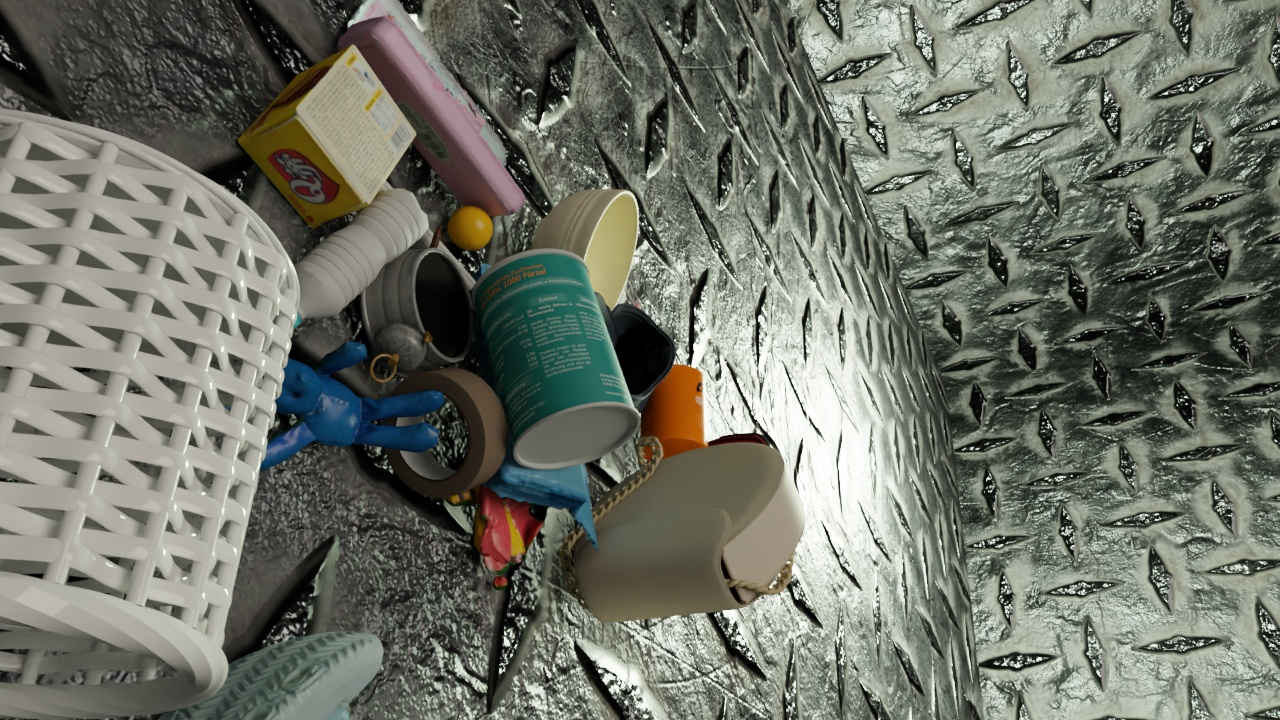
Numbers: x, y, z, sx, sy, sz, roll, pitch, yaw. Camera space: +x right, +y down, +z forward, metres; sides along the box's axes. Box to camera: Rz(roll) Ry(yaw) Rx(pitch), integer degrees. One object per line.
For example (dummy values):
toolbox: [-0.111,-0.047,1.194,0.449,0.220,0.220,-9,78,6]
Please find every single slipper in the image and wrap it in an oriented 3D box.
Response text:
slipper: [-0.005,0.006,0.937,0.265,0.083,0.108,60,33,-70]
slipper: [-0.215,0.227,0.442,0.074,0.104,0.244,66,33,-21]

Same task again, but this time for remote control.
remote control: [-0.187,-0.102,0.762,0.131,0.033,0.012,52,49,-39]

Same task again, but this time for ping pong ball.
ping pong ball: [-0.154,-0.119,0.829,0.040,0.040,0.040,41,41,-49]

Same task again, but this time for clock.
clock: [-0.177,-0.031,0.713,0.147,0.056,0.104,-76,151,-54]

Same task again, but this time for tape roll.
tape roll: [-0.146,0.053,0.683,0.030,0.094,0.093,-14,89,-65]

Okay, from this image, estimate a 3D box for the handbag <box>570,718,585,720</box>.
handbag: [0.056,0.371,0.789,0.176,0.198,0.062,55,31,-34]

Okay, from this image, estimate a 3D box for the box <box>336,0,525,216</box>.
box: [-0.171,-0.232,0.819,0.101,0.111,0.201,-58,131,-25]

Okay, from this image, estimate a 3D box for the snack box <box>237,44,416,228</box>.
snack box: [-0.228,-0.165,0.679,0.083,0.061,0.105,57,31,-34]

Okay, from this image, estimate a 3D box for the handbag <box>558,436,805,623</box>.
handbag: [0.043,0.153,0.874,0.103,0.211,0.208,66,29,-17]

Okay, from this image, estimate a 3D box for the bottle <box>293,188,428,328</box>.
bottle: [-0.209,-0.072,0.659,0.135,0.044,0.044,-53,126,-35]

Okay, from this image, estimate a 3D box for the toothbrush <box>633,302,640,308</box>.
toothbrush: [-0.019,-0.021,1.080,0.021,0.016,0.134,55,34,-34]

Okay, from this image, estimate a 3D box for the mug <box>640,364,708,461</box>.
mug: [0.038,0.073,1.088,0.113,0.077,0.095,93,-2,-60]

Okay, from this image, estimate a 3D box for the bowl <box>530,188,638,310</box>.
bowl: [-0.065,-0.108,0.937,0.150,0.075,0.150,18,89,-75]

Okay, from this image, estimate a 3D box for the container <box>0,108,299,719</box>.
container: [-0.251,0.031,0.373,0.189,0.190,0.186,42,39,-48]

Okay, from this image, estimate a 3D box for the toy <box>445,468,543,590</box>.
toy: [-0.119,0.131,0.758,0.084,0.046,0.103,-43,110,-47]

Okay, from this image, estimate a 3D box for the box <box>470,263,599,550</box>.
box: [-0.082,0.037,0.824,0.175,0.060,0.231,43,27,-49]

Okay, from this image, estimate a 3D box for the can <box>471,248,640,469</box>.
can: [-0.069,-0.001,0.724,0.099,0.099,0.143,30,35,-56]

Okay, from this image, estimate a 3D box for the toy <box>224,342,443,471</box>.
toy: [-0.214,0.017,0.601,0.176,0.071,0.112,26,50,-45]

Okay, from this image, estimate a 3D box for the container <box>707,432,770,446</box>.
container: [0.117,0.166,1.135,0.200,0.127,0.148,-25,98,-58]
